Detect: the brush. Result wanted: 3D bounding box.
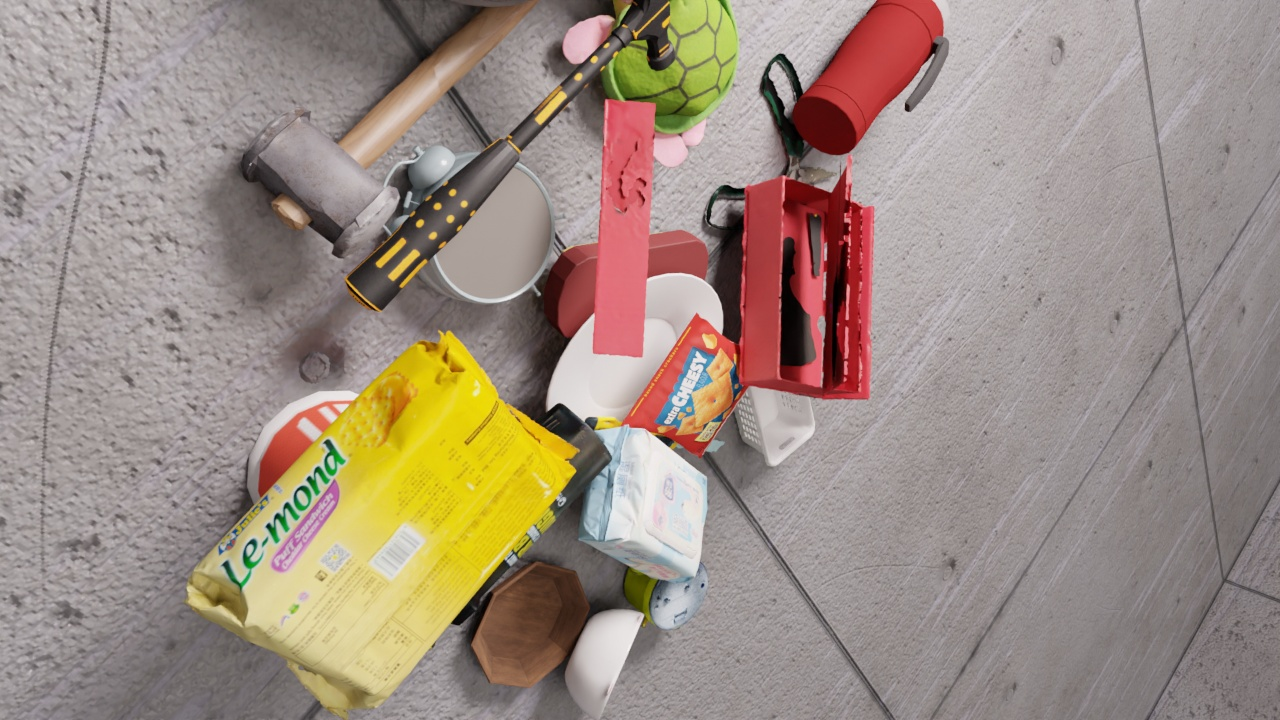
[{"bbox_3d":[-0.016,-0.076,0.849,0.173,0.042,0.082,-15,131,-36],"label":"brush"}]

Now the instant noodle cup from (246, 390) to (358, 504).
[{"bbox_3d":[-0.214,0.099,0.694,0.123,0.121,0.123,-14,112,-37],"label":"instant noodle cup"}]

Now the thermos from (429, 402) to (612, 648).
[{"bbox_3d":[-0.128,0.134,0.788,0.220,0.098,0.098,-43,127,-14],"label":"thermos"}]

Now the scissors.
[{"bbox_3d":[0.134,-0.199,0.964,0.203,0.015,0.202,-41,124,-25],"label":"scissors"}]

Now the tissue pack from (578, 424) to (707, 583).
[{"bbox_3d":[0.011,0.144,0.891,0.182,0.070,0.112,41,49,-51],"label":"tissue pack"}]

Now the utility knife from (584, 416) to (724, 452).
[{"bbox_3d":[0.018,0.079,0.944,0.224,0.019,0.030,11,124,-51],"label":"utility knife"}]

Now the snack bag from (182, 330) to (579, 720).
[{"bbox_3d":[-0.158,0.110,0.615,0.246,0.068,0.159,-50,128,-17],"label":"snack bag"}]

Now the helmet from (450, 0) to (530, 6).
[{"bbox_3d":[-0.099,-0.308,0.652,0.270,0.183,0.118,-3,137,-27],"label":"helmet"}]

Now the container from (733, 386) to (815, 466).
[{"bbox_3d":[0.143,0.044,1.027,0.080,0.050,0.129,-35,124,-27],"label":"container"}]

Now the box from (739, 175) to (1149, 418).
[{"bbox_3d":[0.330,-0.059,0.962,0.478,0.171,0.214,4,82,-2],"label":"box"}]

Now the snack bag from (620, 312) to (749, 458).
[{"bbox_3d":[0.055,0.029,0.913,0.144,0.039,0.131,26,100,-50],"label":"snack bag"}]

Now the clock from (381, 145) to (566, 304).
[{"bbox_3d":[-0.138,-0.110,0.742,0.159,0.045,0.122,18,91,-43],"label":"clock"}]

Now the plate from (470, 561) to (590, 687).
[{"bbox_3d":[-0.111,0.255,0.897,0.131,0.025,0.131,-14,113,-37],"label":"plate"}]

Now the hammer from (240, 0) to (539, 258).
[{"bbox_3d":[-0.150,-0.215,0.687,0.098,0.052,0.327,42,67,-9],"label":"hammer"}]

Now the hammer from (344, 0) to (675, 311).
[{"bbox_3d":[-0.095,-0.158,0.672,0.320,0.036,0.123,-45,158,-3],"label":"hammer"}]

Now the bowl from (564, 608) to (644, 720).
[{"bbox_3d":[-0.042,0.301,0.933,0.114,0.050,0.114,26,88,-84],"label":"bowl"}]

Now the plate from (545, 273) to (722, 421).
[{"bbox_3d":[-0.005,0.005,0.880,0.208,0.015,0.209,-26,139,-26],"label":"plate"}]

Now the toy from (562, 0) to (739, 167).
[{"bbox_3d":[0.023,-0.287,0.794,0.189,0.088,0.238,-29,128,-22],"label":"toy"}]

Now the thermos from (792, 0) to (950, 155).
[{"bbox_3d":[0.255,-0.306,0.963,0.198,0.108,0.084,-51,150,-20],"label":"thermos"}]

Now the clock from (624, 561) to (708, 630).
[{"bbox_3d":[0.027,0.230,0.985,0.083,0.057,0.119,-17,115,-35],"label":"clock"}]
